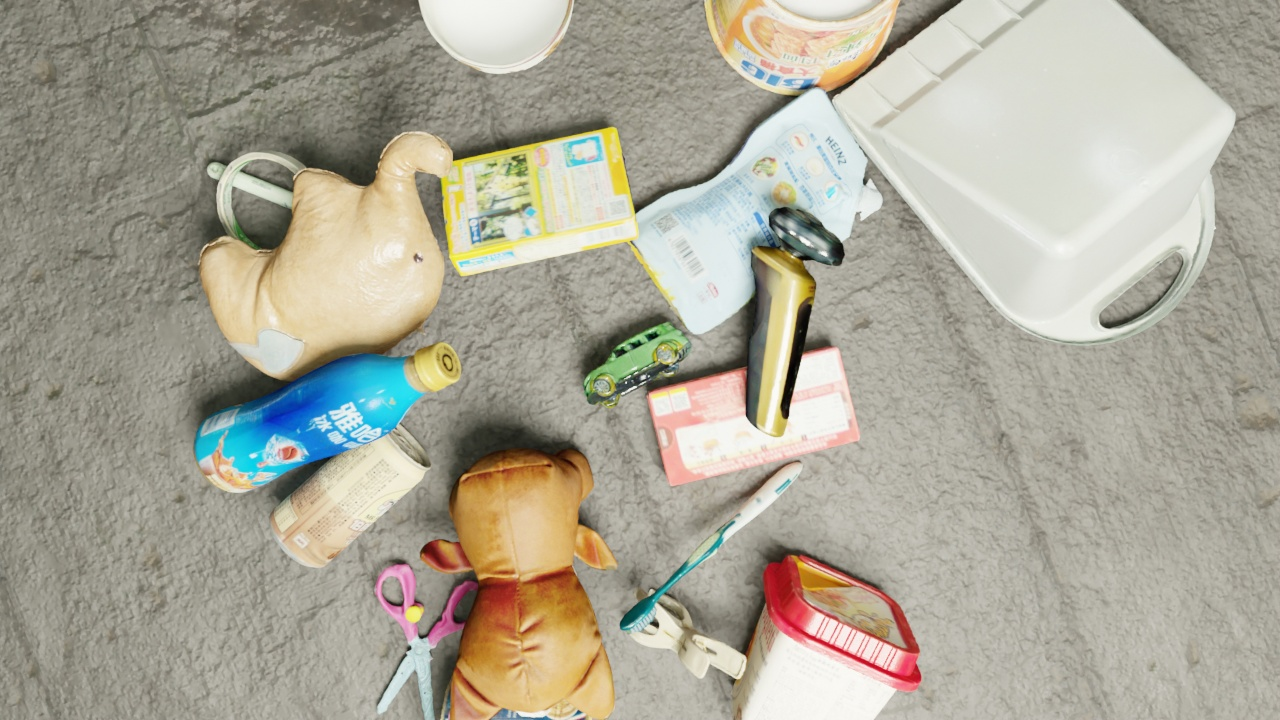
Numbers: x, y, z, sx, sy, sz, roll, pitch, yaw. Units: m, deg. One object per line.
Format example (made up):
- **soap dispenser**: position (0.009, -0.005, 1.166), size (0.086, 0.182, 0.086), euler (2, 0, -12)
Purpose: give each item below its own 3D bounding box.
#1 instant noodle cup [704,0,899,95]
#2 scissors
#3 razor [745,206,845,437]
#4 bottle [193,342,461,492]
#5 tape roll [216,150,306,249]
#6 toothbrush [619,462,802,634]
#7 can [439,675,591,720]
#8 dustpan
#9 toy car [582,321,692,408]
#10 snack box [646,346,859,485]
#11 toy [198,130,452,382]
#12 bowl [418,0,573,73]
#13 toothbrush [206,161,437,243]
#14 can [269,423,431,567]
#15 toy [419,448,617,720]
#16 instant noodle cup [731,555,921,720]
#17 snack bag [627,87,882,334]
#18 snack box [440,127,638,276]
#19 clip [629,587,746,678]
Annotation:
- **instant noodle cup**: position (0.125, -0.282, 0.665), size (0.151, 0.111, 0.151), euler (0, 91, 0)
- **scissors**: position (-0.165, 0.224, 0.725), size (0.113, 0.017, 0.134), euler (-8, 95, -4)
- **razor**: position (0.107, -0.027, 0.670), size (0.068, 0.062, 0.167), euler (12, 99, 28)
- **bottle**: position (-0.224, 0.036, 0.661), size (0.219, 0.065, 0.065), euler (-21, 91, 22)
- **tape roll**: position (-0.282, -0.117, 0.703), size (0.086, 0.013, 0.086), euler (4, 110, 10)
- **toothbrush**: position (0.058, 0.140, 0.696), size (0.191, 0.016, 0.018), euler (-39, 127, -18)
- **can**: position (-0.094, 0.280, 0.694), size (0.111, 0.075, 0.075), euler (5, 91, 0)
- **dustpan**: position (0.317, -0.146, 0.708), size (0.222, 0.143, 0.257), euler (-38, 65, -3)
- **toy car**: position (-0.004, 0.004, 0.704), size (0.091, 0.043, 0.036), euler (-31, 75, -8)
- **snack box**: position (0.087, 0.042, 0.713), size (0.153, 0.025, 0.075), euler (-14, 92, 1)
- **toy**: position (-0.208, -0.072, 0.668), size (0.226, 0.082, 0.143), euler (-34, 117, 12)
- **bowl**: position (-0.104, -0.268, 0.690), size (0.113, 0.062, 0.113), euler (0, 91, 2)
- **toothbrush**: position (-0.250, -0.117, 0.715), size (0.189, 0.020, 0.029), euler (22, 82, 2)
- **can**: position (-0.221, 0.100, 0.699), size (0.116, 0.058, 0.058), euler (-42, 91, 1)
- **toy**: position (-0.086, 0.167, 0.674), size (0.140, 0.130, 0.199), euler (-11, 70, 2)
- **instant noodle cup**: position (0.128, 0.228, 0.679), size (0.116, 0.116, 0.124), euler (25, 102, -1)
- **snack bag**: position (0.090, -0.113, 0.705), size (0.191, 0.039, 0.110), euler (-35, 86, -1)
- **snack box**: position (-0.077, -0.120, 0.692), size (0.140, 0.034, 0.086), euler (-11, 66, -1)
- **clip**: position (0.028, 0.207, 0.687), size (0.100, 0.071, 0.034), euler (25, 92, 44)
